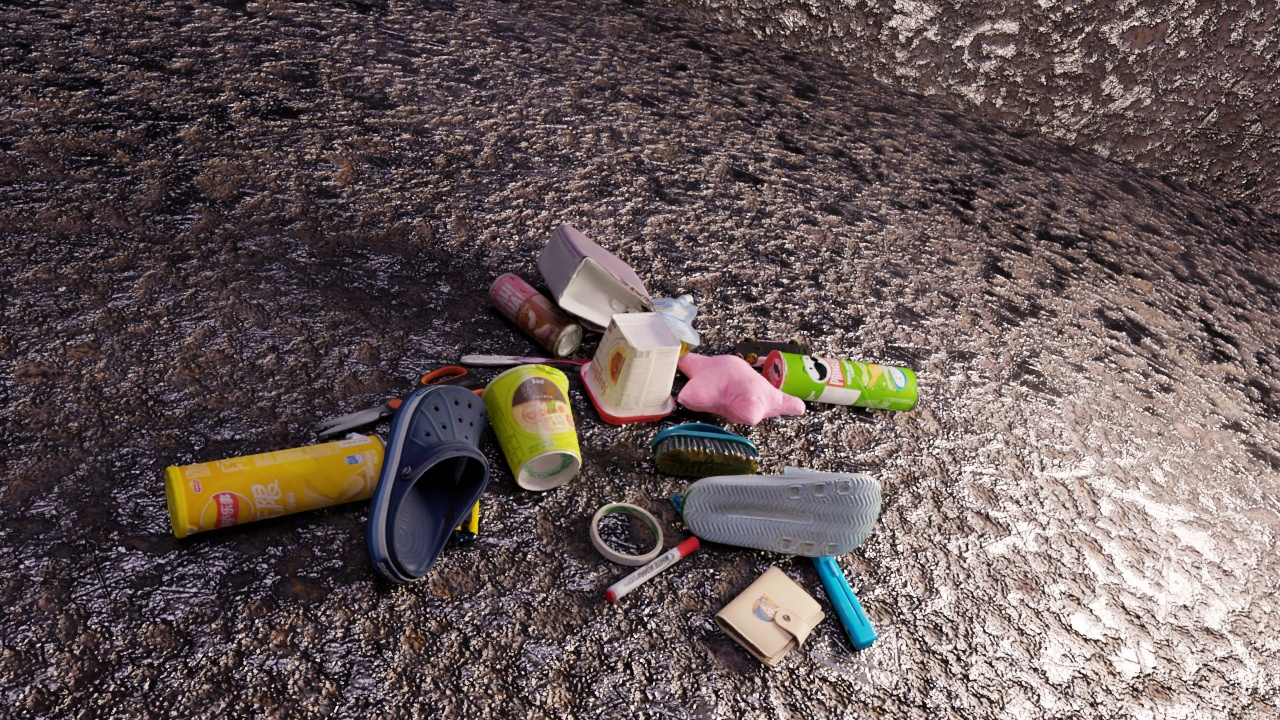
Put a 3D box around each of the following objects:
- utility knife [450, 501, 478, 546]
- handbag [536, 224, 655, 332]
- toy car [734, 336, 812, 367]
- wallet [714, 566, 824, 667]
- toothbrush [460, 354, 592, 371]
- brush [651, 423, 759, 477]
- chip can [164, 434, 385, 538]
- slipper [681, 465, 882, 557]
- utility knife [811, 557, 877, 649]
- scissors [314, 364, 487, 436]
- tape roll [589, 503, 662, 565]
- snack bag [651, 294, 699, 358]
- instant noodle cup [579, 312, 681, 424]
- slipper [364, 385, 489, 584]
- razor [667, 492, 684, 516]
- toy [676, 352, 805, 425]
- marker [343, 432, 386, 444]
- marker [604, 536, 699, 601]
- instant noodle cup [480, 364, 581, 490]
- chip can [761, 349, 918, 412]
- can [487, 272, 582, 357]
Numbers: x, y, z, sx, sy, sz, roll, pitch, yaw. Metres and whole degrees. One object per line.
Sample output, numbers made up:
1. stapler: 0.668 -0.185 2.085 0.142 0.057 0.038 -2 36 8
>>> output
1. utility knife: -0.200 0.150 1.051 0.033 0.015 0.156 11 36 -15
2. handbag: -0.067 -0.112 1.351 0.145 0.098 0.197 24 14 -22
3. toy car: 0.207 -0.008 1.433 0.122 0.037 0.056 4 34 0
4. wallet: 0.149 0.286 1.026 0.087 0.024 0.114 39 39 23
5. toothbrush: -0.155 0.004 1.268 0.187 0.017 0.016 1 42 -19
6. brush: 0.083 0.114 1.195 0.143 0.055 0.073 8 39 -15
7. chip can: -0.373 0.127 0.956 0.213 0.072 0.072 -9 44 -33
8. slipper: 0.170 0.179 1.117 0.245 0.104 0.074 2 11 -4
9. utility knife: 0.226 0.251 1.113 0.034 0.018 0.225 2 37 -21
10. scissors: -0.298 0.050 1.141 0.234 0.022 0.152 -1 33 -21
11. tape roll: -0.016 0.202 1.069 0.085 0.014 0.085 13 36 -10
12. snack bag: 0.033 -0.057 1.391 0.110 0.039 0.190 -10 25 5
13. instant noodle cup: -0.007 0.007 1.236 0.116 0.124 0.116 -3 42 -28
14. slipper: -0.216 0.117 0.981 0.095 0.105 0.252 -11 41 23
15. razor: 0.104 0.170 1.161 0.142 0.022 0.042 -7 45 -33
16. toy: 0.116 0.038 1.292 0.178 0.075 0.194 -6 31 -37
17. marker: -0.280 0.110 1.068 0.130 0.018 0.022 16 45 -5
18. marker: 0.015 0.235 1.037 0.144 0.017 0.017 -21 52 -43
19. instant noodle cup: -0.124 0.086 1.103 0.111 0.112 0.123 -2 48 -27
20. chip can: 0.304 0.034 1.391 0.235 0.072 0.072 7 37 -17
21. can: -0.152 -0.066 1.324 0.147 0.058 0.057 38 40 24
